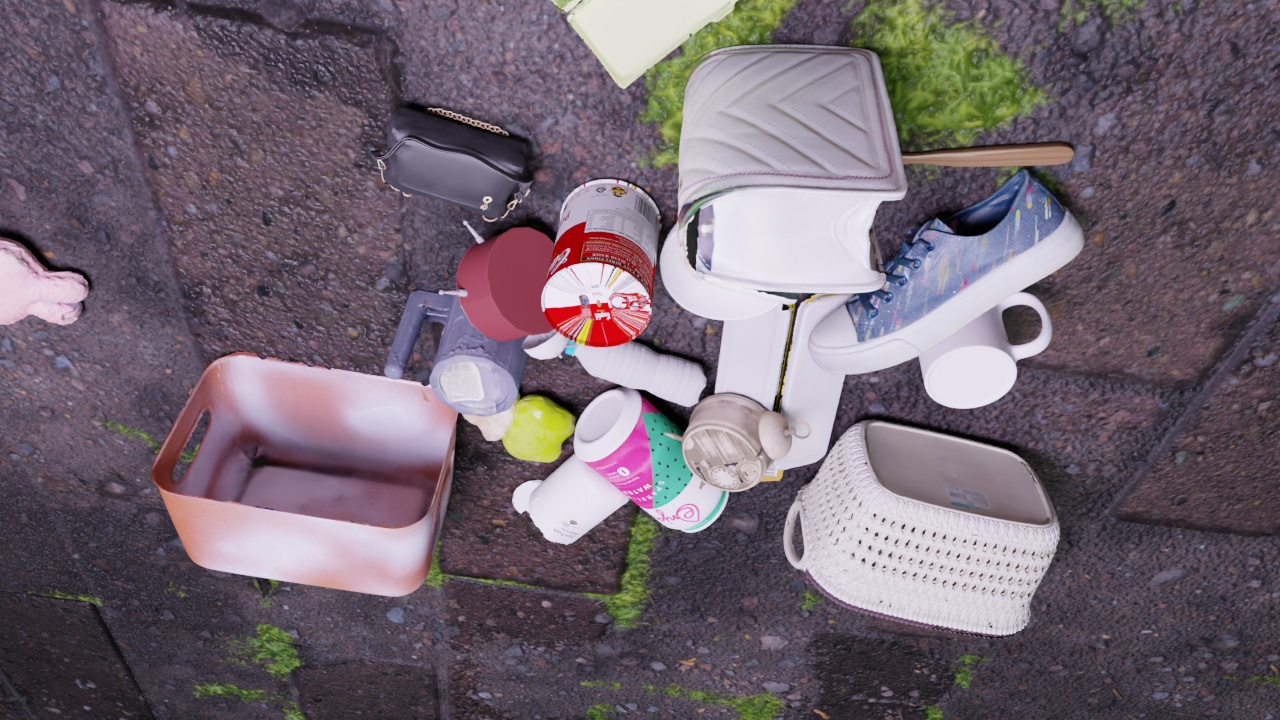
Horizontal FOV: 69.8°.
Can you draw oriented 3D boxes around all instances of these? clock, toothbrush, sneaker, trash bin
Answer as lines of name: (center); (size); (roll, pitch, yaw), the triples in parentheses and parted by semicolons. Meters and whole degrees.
clock: (0.098, 0.079, 0.869); (0.141, 0.054, 0.093); (-17, 114, 37)
toothbrush: (0.250, -0.157, 0.715); (0.167, 0.016, 0.016); (-1, 132, 7)
clock: (-0.100, -0.059, 0.789); (0.048, 0.096, 0.137); (-9, 148, 44)
sneaker: (0.234, -0.070, 0.749); (0.236, 0.087, 0.079); (-30, 113, 19)
trash bin: (-0.329, 0.122, 0.939); (0.259, 0.181, 0.158); (10, 136, -4)

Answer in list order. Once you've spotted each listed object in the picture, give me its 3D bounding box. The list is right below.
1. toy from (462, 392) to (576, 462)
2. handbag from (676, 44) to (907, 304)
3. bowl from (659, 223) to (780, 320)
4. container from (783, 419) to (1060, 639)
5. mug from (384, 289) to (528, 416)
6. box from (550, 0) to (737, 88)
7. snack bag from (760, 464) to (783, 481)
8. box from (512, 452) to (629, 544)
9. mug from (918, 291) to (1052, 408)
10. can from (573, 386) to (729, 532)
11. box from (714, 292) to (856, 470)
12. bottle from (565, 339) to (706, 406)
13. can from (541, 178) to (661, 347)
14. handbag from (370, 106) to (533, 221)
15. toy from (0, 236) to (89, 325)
toy: (-0.129, 0.063, 0.953); (0.117, 0.043, 0.092); (22, 135, -11)
handbag: (0.096, -0.134, 0.630); (0.142, 0.198, 0.096); (3, 136, 5)
bowl: (0.075, -0.093, 0.772); (0.115, 0.050, 0.115); (3, 134, 3)
container: (0.285, 0.162, 0.914); (0.251, 0.184, 0.143); (12, 125, -5)
mug: (-0.162, -0.016, 0.837); (0.124, 0.103, 0.084); (9, 135, -3)
box: (0.016, -0.285, 0.607); (0.188, 0.029, 0.138); (-31, 118, 31)
snack bag: (0.141, 0.094, 0.967); (0.026, 0.020, 0.099); (3, 134, 3)
box: (-0.082, 0.159, 1.018); (0.084, 0.094, 0.166); (33, 120, -28)
mug: (0.294, -0.022, 0.789); (0.111, 0.090, 0.074); (-20, 129, 23)
can: (0.013, 0.104, 0.944); (0.088, 0.088, 0.166); (-29, 125, 29)
box: (0.134, 0.020, 0.874); (0.128, 0.045, 0.210); (3, 127, 0)
bottle: (-0.005, 0.005, 0.881); (0.136, 0.044, 0.044); (19, 133, -12)
can: (-0.030, -0.081, 0.750); (0.086, 0.116, 0.087); (3, 134, 3)
handbag: (-0.152, -0.153, 0.739); (0.128, 0.054, 0.079); (15, 139, -13)
toy: (-0.586, -0.069, 0.873); (0.105, 0.053, 0.109); (19, 134, -27)
